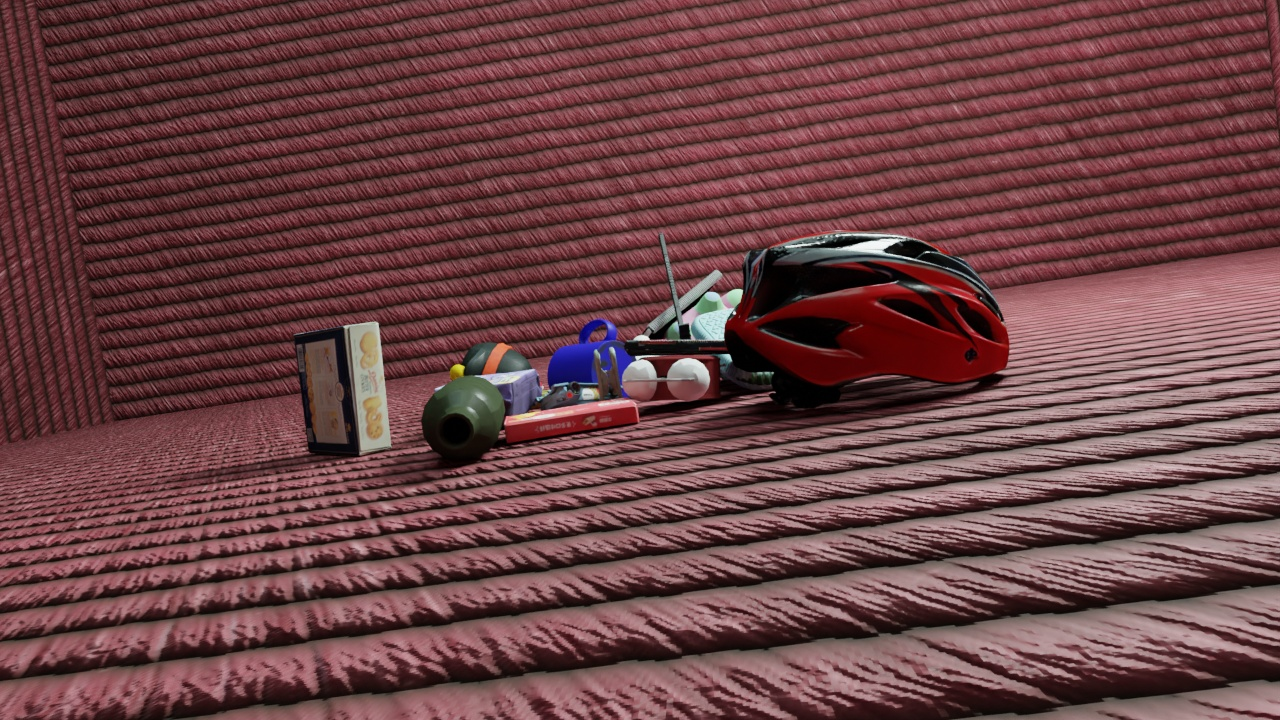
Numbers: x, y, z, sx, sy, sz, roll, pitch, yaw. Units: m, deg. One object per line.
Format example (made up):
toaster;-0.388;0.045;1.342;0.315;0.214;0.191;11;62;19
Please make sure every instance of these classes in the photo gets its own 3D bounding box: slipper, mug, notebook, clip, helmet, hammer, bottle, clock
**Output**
slipper;0.132;-0.006;1.145;0.116;0.069;0.276;-5;19;-7
mug;-0.057;0.002;1.143;0.079;0.111;0.084;21;-18;-42
notebook;0.037;-0.051;1.415;0.206;0.016;0.149;-41;-7;-45
clip;-0.034;0.024;1.000;0.047;0.076;0.023;-10;4;-7
helmet;0.214;-0.035;0.858;0.271;0.167;0.217;3;3;-17
hammer;0.047;-0.100;1.306;0.015;0.095;0.324;-10;38;1
bottle;-0.164;0.054;0.852;0.071;0.071;0.207;-9;3;-6
clock;0.038;0.020;0.994;0.096;0.048;0.137;-2;-2;24

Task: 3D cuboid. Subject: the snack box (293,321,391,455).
snack box;-0.342;0.034;1.048;0.042;0.144;0.145;-8;3;-42

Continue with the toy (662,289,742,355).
toy;0.095;-0.030;1.397;0.221;0.120;0.171;-40;-13;-24

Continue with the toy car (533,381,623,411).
toy car;-0.064;0.048;1.031;0.107;0.027;0.060;2;-27;-43

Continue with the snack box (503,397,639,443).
snack box;-0.072;0.060;0.941;0.133;0.021;0.089;-9;3;-6

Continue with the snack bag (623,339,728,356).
snack bag;0.060;-0.013;1.019;0.155;0.018;0.074;0;-2;2

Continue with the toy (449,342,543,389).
toy;-0.206;0.025;1.348;0.119;0.098;0.099;15;53;10

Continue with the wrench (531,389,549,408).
wrench;-0.096;0.047;1.246;0.273;0.018;0.083;-9;7;-7

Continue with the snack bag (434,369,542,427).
snack bag;-0.183;0.048;1.125;0.096;0.058;0.205;-7;3;4

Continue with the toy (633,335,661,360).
toy;-0.007;0.007;1.230;0.076;0.037;0.125;4;32;37
